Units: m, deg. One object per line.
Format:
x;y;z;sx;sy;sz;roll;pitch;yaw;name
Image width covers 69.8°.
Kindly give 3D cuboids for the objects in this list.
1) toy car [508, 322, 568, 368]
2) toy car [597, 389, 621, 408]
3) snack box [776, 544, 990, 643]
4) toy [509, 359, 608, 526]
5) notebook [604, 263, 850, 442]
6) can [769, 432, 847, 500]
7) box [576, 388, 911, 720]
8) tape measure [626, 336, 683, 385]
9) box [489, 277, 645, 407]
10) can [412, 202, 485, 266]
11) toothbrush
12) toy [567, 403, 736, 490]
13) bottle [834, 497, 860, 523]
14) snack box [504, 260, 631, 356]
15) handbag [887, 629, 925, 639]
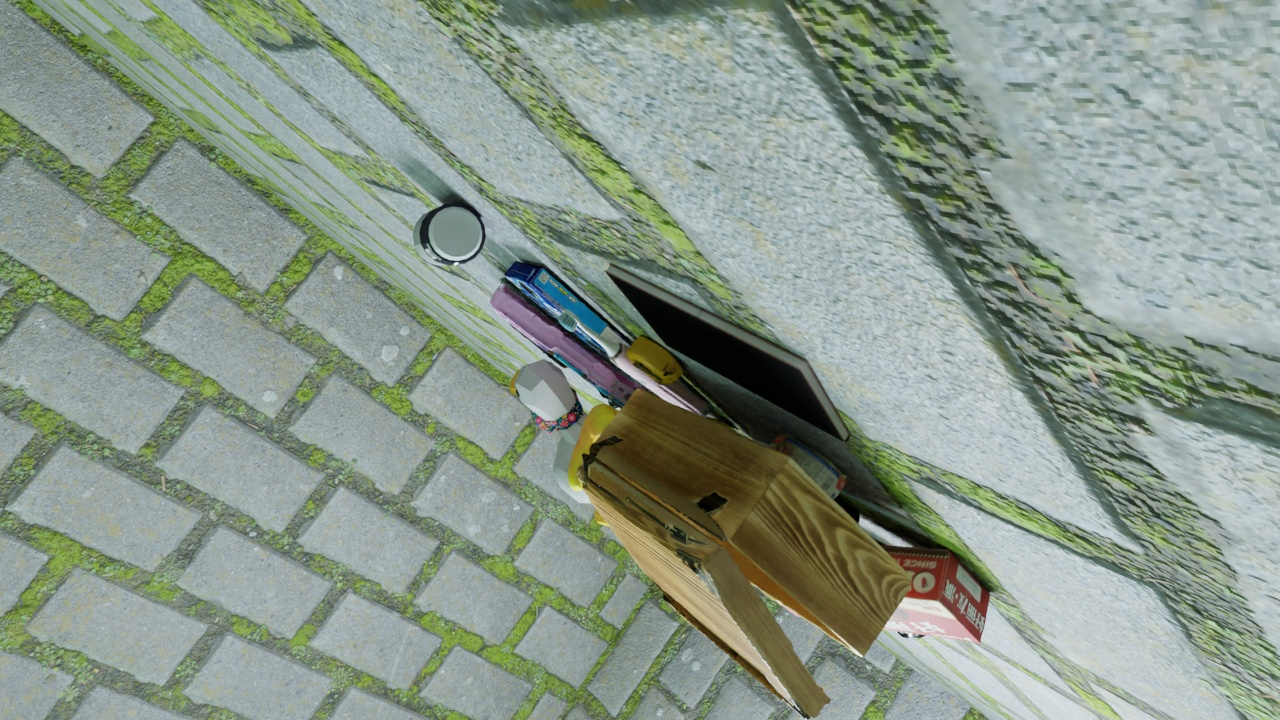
-0.130;-0.037;1.266;0.112;0.047;0.047;40;180;-1;toy car
-0.008;0.062;1.328;0.120;0.043;0.056;29;169;25;toy car
0.249;0.251;1.020;0.237;0.060;0.113;-5;144;43;snack box
-0.068;0.112;1.258;0.247;0.140;0.267;26;155;54;toy
0.073;-0.007;0.777;0.209;0.008;0.141;30;169;36;notebook
0.166;0.116;0.945;0.086;0.043;0.086;37;170;7;can
0.079;0.179;0.933;0.247;0.176;0.279;46;169;-29;box
0.014;0.002;0.978;0.059;0.030;0.068;36;171;-8;tape measure
-0.093;-0.022;1.166;0.230;0.035;0.159;37;-176;-16;box
-0.213;-0.137;1.008;0.064;0.064;0.127;39;171;-19;can
-0.006;0.006;1.022;0.222;0.026;0.027;35;155;-30;toothbrush
0.010;0.116;1.115;0.193;0.135;0.087;9;-155;-18;toy
0.176;0.159;1.100;0.174;0.055;0.055;32;170;32;bottle
-0.081;-0.055;1.045;0.150;0.027;0.082;40;173;-28;snack box
0.304;0.308;1.198;0.153;0.114;0.125;45;166;-26;handbag
